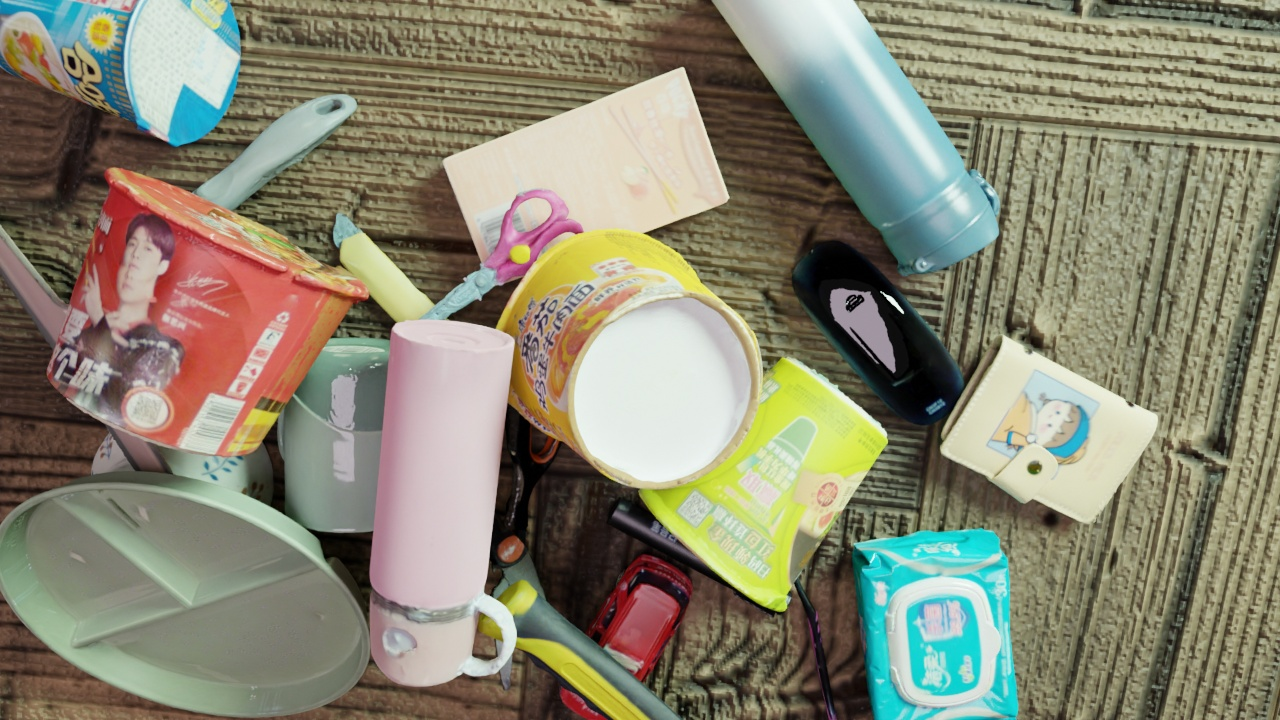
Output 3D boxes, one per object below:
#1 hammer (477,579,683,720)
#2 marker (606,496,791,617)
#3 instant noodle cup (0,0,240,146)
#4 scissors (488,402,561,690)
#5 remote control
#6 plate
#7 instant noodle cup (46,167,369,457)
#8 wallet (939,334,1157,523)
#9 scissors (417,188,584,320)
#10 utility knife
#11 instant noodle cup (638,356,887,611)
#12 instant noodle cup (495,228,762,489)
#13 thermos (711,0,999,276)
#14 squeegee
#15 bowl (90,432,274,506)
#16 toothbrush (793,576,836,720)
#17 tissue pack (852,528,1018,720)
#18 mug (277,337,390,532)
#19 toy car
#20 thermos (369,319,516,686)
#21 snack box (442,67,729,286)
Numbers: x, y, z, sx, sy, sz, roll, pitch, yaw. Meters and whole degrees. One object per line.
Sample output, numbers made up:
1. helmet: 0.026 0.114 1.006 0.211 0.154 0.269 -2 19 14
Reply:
1. hammer: 0.032 0.249 0.584 0.126 0.031 0.323 -42 105 16
2. marker: 0.038 0.130 0.603 0.132 0.020 0.022 29 122 -3
3. instant noodle cup: -0.312 -0.188 0.536 0.110 0.099 0.099 17 100 7
4. scissors: -0.076 0.098 0.587 0.189 0.022 0.229 -47 123 -18
5. remote control: 0.149 -0.015 0.569 0.053 0.024 0.136 -42 95 9
6. plate: -0.280 0.151 0.574 0.230 0.027 0.231 3 129 4
7. instant noodle cup: -0.231 -0.021 0.479 0.138 0.138 0.108 28 92 -2
8. wallet: 0.252 0.047 0.574 0.115 0.024 0.087 26 97 -8
9. scissors: -0.093 -0.050 0.555 0.133 0.017 0.056 -36 112 13
10. utility knife: -0.141 -0.029 0.587 0.031 0.018 0.166 -44 96 5
11. instant noodle cup: 0.080 0.067 0.550 0.111 0.111 0.123 39 92 -4
12. instant noodle cup: -0.003 0.003 0.516 0.138 0.110 0.138 -6 108 -18
13. thermos: 0.125 -0.148 0.530 0.070 0.070 0.220 -37 96 8
14. squeegee: -0.273 -0.082 0.558 0.249 0.040 0.247 -42 77 -1
15. bowl: -0.305 0.082 0.593 0.113 0.062 0.113 0 98 3
16. toothbrush: 0.120 0.188 0.611 0.018 0.014 0.189 -15 99 -4
17. tissue pack: 0.188 0.175 0.586 0.093 0.050 0.133 -8 99 4
18. mug: -0.188 0.041 0.576 0.112 0.082 0.106 9 102 33
19. toy car: -0.011 0.186 0.603 0.053 0.045 0.121 29 102 -1
20. thermos: -0.104 0.082 0.506 0.087 0.067 0.199 10 102 14
21. snack box: -0.033 -0.111 0.562 0.157 0.026 0.084 -19 99 6
